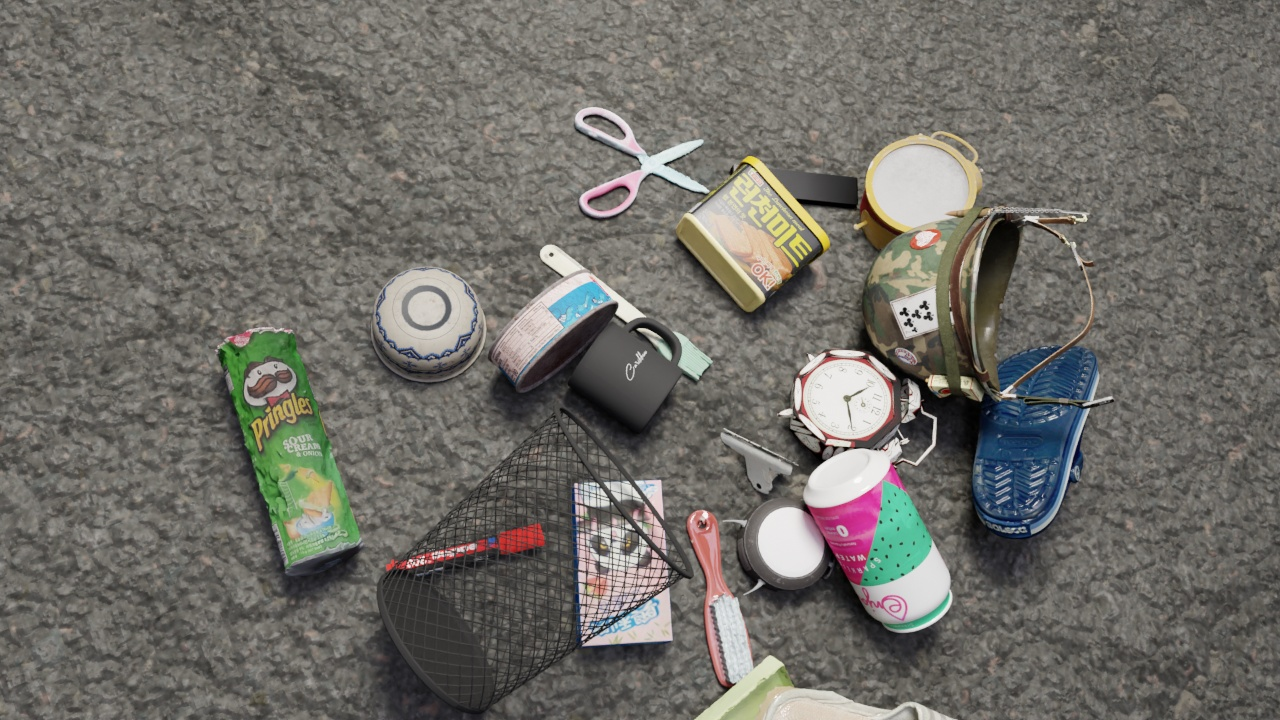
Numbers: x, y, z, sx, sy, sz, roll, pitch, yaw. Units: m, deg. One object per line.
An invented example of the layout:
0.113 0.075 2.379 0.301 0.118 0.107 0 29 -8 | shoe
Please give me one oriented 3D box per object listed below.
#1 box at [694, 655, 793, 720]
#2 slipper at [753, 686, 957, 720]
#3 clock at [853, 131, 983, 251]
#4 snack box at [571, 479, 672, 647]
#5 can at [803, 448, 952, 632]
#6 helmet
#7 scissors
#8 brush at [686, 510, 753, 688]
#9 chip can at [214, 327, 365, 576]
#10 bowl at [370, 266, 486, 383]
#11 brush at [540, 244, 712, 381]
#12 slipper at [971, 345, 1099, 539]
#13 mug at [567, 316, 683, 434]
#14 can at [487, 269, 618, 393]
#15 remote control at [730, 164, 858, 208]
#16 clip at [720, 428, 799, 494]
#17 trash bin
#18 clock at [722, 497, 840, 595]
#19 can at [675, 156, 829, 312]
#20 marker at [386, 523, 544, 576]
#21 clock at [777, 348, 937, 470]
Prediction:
0.084 0.376 0.834 0.187 0.048 0.140 -36 93 -18 | box
0.229 0.365 0.837 0.272 0.054 0.114 18 82 -13 | slipper
0.317 -0.190 1.035 0.117 0.081 0.158 36 79 14 | clock
-0.020 0.193 0.878 0.088 0.033 0.154 -1 73 -10 | snack box
0.228 0.171 0.878 0.088 0.088 0.166 -35 103 -19 | can
0.341 -0.056 0.913 0.236 0.224 0.192 9 82 14 | helmet
-0.009 -0.230 1.027 0.170 0.014 0.168 -29 80 -17 | scissors
0.078 0.228 0.886 0.041 0.030 0.172 -9 74 -13 | brush
-0.320 0.083 0.837 0.075 0.076 0.223 -20 77 -16 | chip can
-0.210 -0.041 0.904 0.115 0.059 0.115 3 72 -9 | bowl
-0.018 -0.054 0.970 0.217 0.012 0.033 38 70 4 | brush
0.410 0.088 0.962 0.252 0.105 0.095 -55 130 -34 | slipper
-0.005 0.005 0.919 0.088 0.078 0.113 35 59 2 | mug
-0.083 -0.028 0.885 0.129 0.130 0.044 -40 83 -19 | can
0.176 -0.199 1.050 0.150 0.013 0.034 4 76 -9 | remote control
0.122 0.106 0.923 0.040 0.102 0.054 -44 128 -17 | clip
-0.094 0.174 0.778 0.210 0.184 0.184 -39 82 1 | trash bin
0.148 0.180 0.906 0.122 0.044 0.091 -11 75 -14 | clock
0.117 -0.132 0.981 0.101 0.073 0.131 -41 89 -14 | can
-0.163 0.181 0.860 0.145 0.023 0.021 -12 112 -14 | marker
0.227 0.058 0.946 0.155 0.065 0.114 24 68 14 | clock
